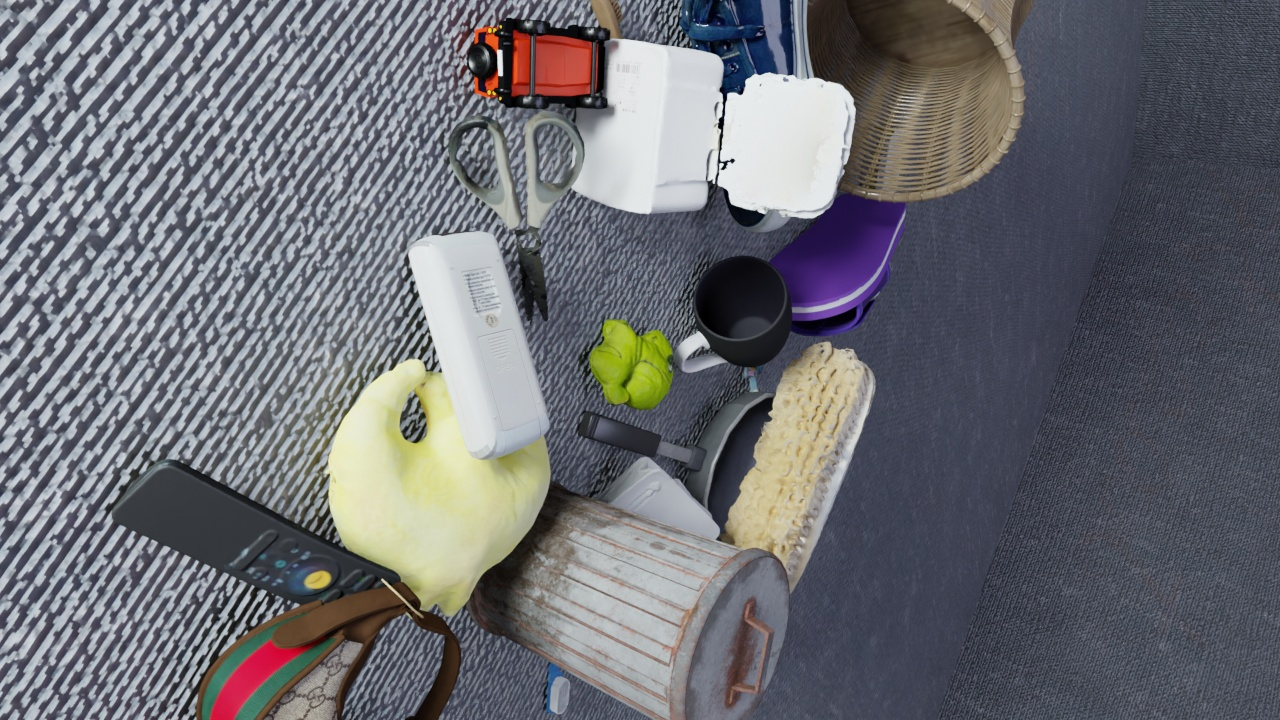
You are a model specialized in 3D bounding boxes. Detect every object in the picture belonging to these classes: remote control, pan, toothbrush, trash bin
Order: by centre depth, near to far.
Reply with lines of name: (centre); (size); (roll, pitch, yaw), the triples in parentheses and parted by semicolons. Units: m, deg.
remote control: (-0.189, 0.095, 0.468); (0.041, 0.020, 0.152); (-42, 130, 6)
remote control: (-0.095, -0.011, 0.555); (0.060, 0.026, 0.138); (-20, 95, -54)
trash bin: (-0.005, 0.168, 0.634); (0.130, 0.211, 0.131); (-22, 119, -49)
toothbrush: (0.000, -0.200, 0.676); (0.016, 0.016, 0.167); (-58, 144, -24)
toothbrush: (-0.065, 0.219, 0.759); (0.016, 0.014, 0.167); (-17, 116, -54)
pan: (0.052, 0.092, 0.865); (0.356, 0.041, 0.178); (24, 84, -53)
toothbrush: (0.128, 0.067, 0.993); (0.022, 0.016, 0.155); (-22, 127, -13)

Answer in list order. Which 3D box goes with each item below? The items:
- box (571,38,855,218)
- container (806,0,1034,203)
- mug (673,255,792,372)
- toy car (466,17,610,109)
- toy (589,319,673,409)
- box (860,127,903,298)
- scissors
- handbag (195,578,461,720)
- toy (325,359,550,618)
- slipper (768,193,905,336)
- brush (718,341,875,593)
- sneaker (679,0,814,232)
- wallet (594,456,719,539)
box: (0.035, -0.146, 0.593); (0.083, 0.191, 0.111); (-23, 125, -53)
container: (0.247, -0.294, 0.839); (0.195, 0.227, 0.227); (-62, 147, -32)
mug: (0.083, -0.026, 0.836); (0.119, 0.085, 0.100); (-37, 155, -2)
toy car: (-0.060, -0.180, 0.560); (0.100, 0.049, 0.051); (-21, 120, -53)
toy: (-0.004, 0.004, 0.739); (0.093, 0.036, 0.094); (58, 43, -37)
box: (0.286, -0.178, 1.122); (0.064, 0.033, 0.210); (-21, 121, -55)
scissors: (-0.063, -0.086, 0.582); (0.170, 0.132, 0.012); (50, 25, -38)
handbag: (-0.166, 0.192, 0.514); (0.138, 0.063, 0.167); (-28, 135, -35)
toy: (-0.121, 0.080, 0.565); (0.170, 0.065, 0.155); (14, 83, -53)
slipper: (0.211, -0.088, 0.978); (0.265, 0.107, 0.084); (-47, 139, -44)
brush: (0.147, 0.110, 0.886); (0.056, 0.083, 0.271); (38, 73, -51)
sneaker: (0.068, -0.235, 0.708); (0.127, 0.121, 0.295); (-18, 118, -28)
wallet: (0.008, 0.137, 0.784); (0.086, 0.032, 0.116); (-38, 127, -1)
